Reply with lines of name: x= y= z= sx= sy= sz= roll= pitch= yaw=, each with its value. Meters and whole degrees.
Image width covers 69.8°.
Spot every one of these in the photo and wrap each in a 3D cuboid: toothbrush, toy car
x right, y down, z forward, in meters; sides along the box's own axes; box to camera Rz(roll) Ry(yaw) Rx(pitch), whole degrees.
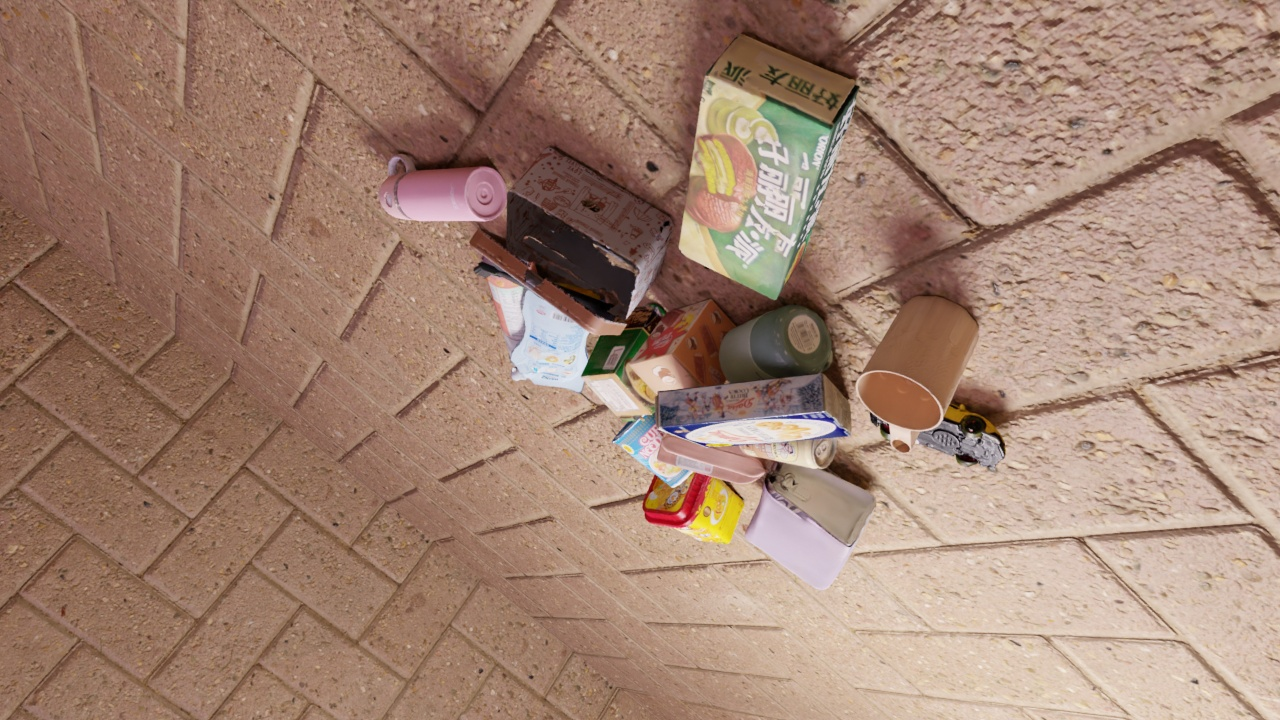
toothbrush: x=-0.113 y=-0.084 z=1.122 sx=0.212 sy=0.026 sz=0.027 roll=17 pitch=146 yaw=-42
toy car: x=0.315 y=0.069 z=0.982 sx=0.156 sy=0.041 sz=0.071 roll=22 pitch=150 yaw=28

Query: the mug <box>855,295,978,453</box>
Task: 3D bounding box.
mug: x=0.269 y=0.014 z=0.883 sx=0.084 sy=0.103 sz=0.125 roll=18 pitch=148 yaw=31

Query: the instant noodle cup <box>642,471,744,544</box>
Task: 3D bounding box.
instant noodle cup: x=0.087 y=0.222 z=1.419 sx=0.123 sy=0.115 sz=0.116 roll=38 pitch=155 yaw=-30

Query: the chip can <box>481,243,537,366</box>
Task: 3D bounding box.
chip can: x=-0.167 y=-0.073 z=1.274 sx=0.071 sy=0.071 sz=0.215 roll=25 pitch=151 yaw=20

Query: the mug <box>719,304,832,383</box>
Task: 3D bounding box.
mug: x=0.161 y=-0.008 z=1.007 sx=0.111 sy=0.082 sz=0.107 roll=17 pitch=159 yaw=-24

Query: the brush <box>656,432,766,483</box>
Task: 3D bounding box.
brush: x=0.098 y=0.126 z=1.230 sx=0.146 sy=0.063 sz=0.073 roll=17 pitch=-179 yaw=5

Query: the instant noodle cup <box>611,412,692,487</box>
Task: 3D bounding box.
instant noodle cup: x=0.032 y=0.119 z=1.311 sx=0.110 sy=0.099 sz=0.099 roll=44 pitch=152 yaw=-2

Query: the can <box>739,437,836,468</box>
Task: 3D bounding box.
can: x=0.184 y=0.100 z=1.162 sx=0.116 sy=0.058 sz=0.058 roll=8 pitch=142 yaw=42

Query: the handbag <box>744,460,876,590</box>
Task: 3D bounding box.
handbag: x=0.228 y=0.218 z=1.255 sx=0.145 sy=0.098 sz=0.197 roll=26 pitch=152 yaw=14

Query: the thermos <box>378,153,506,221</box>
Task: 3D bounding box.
thermos: x=-0.258 y=-0.220 z=1.166 sx=0.199 sy=0.067 sz=0.087 roll=10 pitch=112 yaw=43

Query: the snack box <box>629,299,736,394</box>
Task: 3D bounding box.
snack box: x=0.058 y=-0.008 z=1.096 sx=0.077 sy=0.094 sz=0.093 roll=47 pitch=151 yaw=-19

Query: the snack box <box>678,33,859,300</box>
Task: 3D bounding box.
snack box: x=0.107 y=-0.165 z=0.829 sx=0.114 sy=0.063 sz=0.241 roll=28 pitch=151 yaw=12

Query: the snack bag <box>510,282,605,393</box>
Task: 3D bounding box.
snack bag: x=-0.117 y=-0.026 z=1.259 sx=0.110 sy=0.038 sz=0.191 roll=3 pitch=139 yaw=-15

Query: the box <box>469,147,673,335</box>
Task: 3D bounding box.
box: x=-0.086 y=-0.110 z=1.032 sx=0.181 sy=0.157 sz=0.149 roll=32 pitch=152 yaw=8

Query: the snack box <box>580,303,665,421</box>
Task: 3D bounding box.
snack box: x=-0.007 y=0.007 z=1.182 sx=0.117 sy=0.105 sz=0.118 roll=49 pitch=149 yaw=-22

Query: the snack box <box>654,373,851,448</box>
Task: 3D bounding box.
snack box: x=0.132 y=0.060 z=1.024 sx=0.183 sy=0.045 sz=0.178 roll=-7 pitch=166 yaw=20
